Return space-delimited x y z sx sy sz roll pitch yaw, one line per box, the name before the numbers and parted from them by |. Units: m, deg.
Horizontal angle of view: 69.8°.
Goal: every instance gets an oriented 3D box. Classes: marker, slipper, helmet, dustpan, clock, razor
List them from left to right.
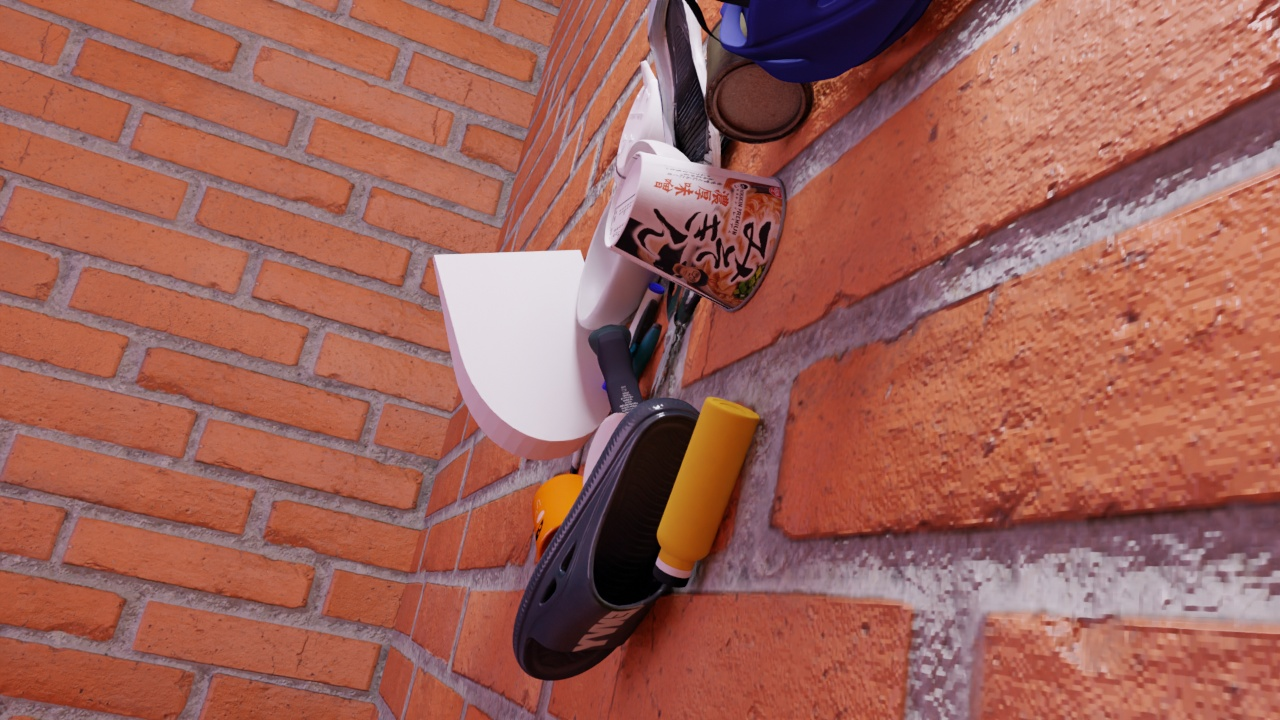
dustpan | -0.132 -0.009 1.103 0.053 0.191 0.257 -52 50 52
marker | -0.074 0.091 1.169 0.011 0.011 0.152 151 133 -68
razor | -0.020 0.025 0.965 0.052 0.047 0.142 86 170 -54
slipper | -0.009 0.162 0.745 0.083 0.110 0.268 42 110 55
marker | -0.009 -0.024 1.048 0.020 0.020 0.142 -101 32 -59
clock | 0.009 -0.286 1.156 0.125 0.073 0.161 -130 58 -71
slipper | 0.063 -0.287 0.971 0.111 0.063 0.263 141 121 -63
helmet | 0.087 -0.290 0.621 0.148 0.227 0.241 -64 19 2

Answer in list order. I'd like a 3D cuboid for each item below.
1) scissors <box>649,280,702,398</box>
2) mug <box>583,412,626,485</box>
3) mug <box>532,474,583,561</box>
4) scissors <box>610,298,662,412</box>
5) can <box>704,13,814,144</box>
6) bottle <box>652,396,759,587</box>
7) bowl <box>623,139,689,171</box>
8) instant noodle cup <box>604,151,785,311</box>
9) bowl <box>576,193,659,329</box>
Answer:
scissors | 0.046 -0.052 0.905 0.137 0.015 0.209 154 132 -67
mug | -0.004 0.092 0.827 0.116 0.068 0.094 123 158 -44
mug | -0.068 0.190 0.959 0.096 0.077 0.113 -114 13 -67
scissors | -0.005 -0.001 1.018 0.126 0.019 0.154 157 126 -72
can | 0.100 -0.241 0.775 0.090 0.090 0.074 127 155 -50
bottle | 0.046 0.102 0.696 0.043 0.043 0.144 -132 60 -72
bowl | 0.027 -0.170 0.942 0.115 0.050 0.114 169 90 -68
instant noodle cup | 0.041 -0.118 0.791 0.124 0.121 0.123 -164 91 -74
bowl | -0.015 -0.115 1.076 0.177 0.066 0.176 -164 91 -74
